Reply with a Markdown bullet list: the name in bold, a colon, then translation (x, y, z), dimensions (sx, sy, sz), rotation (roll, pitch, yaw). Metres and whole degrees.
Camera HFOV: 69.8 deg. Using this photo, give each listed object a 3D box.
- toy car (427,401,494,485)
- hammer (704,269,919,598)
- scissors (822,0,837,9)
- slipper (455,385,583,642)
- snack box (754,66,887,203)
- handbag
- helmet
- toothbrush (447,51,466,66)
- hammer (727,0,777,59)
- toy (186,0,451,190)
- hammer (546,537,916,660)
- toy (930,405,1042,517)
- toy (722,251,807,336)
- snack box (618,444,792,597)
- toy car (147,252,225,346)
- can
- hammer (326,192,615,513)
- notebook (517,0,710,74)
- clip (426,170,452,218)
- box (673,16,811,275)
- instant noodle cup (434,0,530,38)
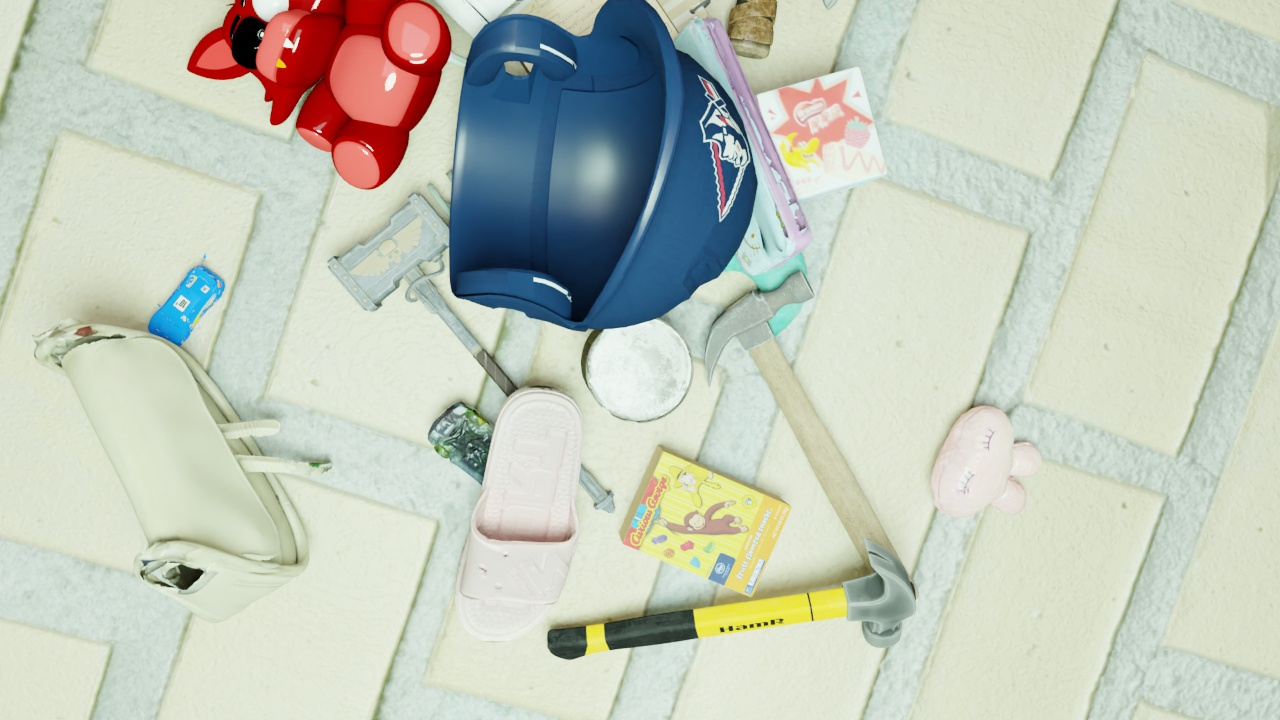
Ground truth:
- **toy car**: translation (-0.136, 0.080, 0.801), dimensions (0.048, 0.033, 0.105), rotation (-46, 110, 0)
- **hammer**: translation (0.167, 0.085, 0.833), dimensions (0.119, 0.030, 0.331), rotation (-27, 103, 16)
- **scissors**: translation (0.173, -0.391, 0.813), dimensions (0.136, 0.019, 0.138), rotation (-42, 98, 0)
- **slipper**: translation (-0.098, 0.141, 0.775), dimensions (0.094, 0.064, 0.239), rotation (10, 105, -12)
- **snack box**: translation (0.145, -0.188, 0.791), dimensions (0.093, 0.079, 0.095), rotation (-16, 95, -6)
- **handbag**: translation (-0.342, 0.075, 0.714), dimensions (0.132, 0.184, 0.229), rotation (-32, 80, -6)
- **helmet**: translation (-0.017, -0.138, 0.683), dimensions (0.223, 0.273, 0.232), rotation (4, 79, -17)
- **toothbrush**: translation (-0.201, -0.276, 0.780), dimensions (0.154, 0.015, 0.022), rotation (20, 57, -8)
- **hammer**: translation (0.123, -0.424, 0.794), dimensions (0.121, 0.049, 0.319), rotation (10, 94, -9)
- **toy**: translation (-0.254, -0.248, 0.728), dimensions (0.197, 0.120, 0.159), rotation (31, 115, -3)
- **hammer**: translation (0.078, 0.224, 0.802), dimensions (0.324, 0.170, 0.034), rotation (-10, 51, 4)
- **toy**: translation (0.321, 0.099, 0.846), dimensions (0.105, 0.053, 0.108), rotation (20, 90, -22)
- **toy**: translation (0.104, -0.077, 0.820), dimensions (0.105, 0.033, 0.085), rotation (38, 100, -8)
- **snack box**: translation (0.057, 0.143, 0.822), dimensions (0.126, 0.040, 0.088), rotation (24, 91, -7)
- **toy car**: translation (-0.375, -0.051, 0.752), dimensions (0.033, 0.062, 0.092), rotation (38, 89, -7)
- **can**: translation (-0.005, 0.004, 0.790), dimensions (0.090, 0.074, 0.090), rotation (-1, 95, -7)
- **hammer**: translation (-0.125, 0.012, 0.797), dimensions (0.098, 0.044, 0.322), rotation (-39, 99, -3)
- **notebook**: translation (-0.063, -0.346, 0.787), dimensions (0.167, 0.024, 0.225), rotation (-35, 97, -2)
- **clip**: translation (-0.153, -0.126, 0.792), dimensions (0.044, 0.023, 0.076), rotation (-34, 98, -5)
- **box**: translation (0.076, -0.177, 0.767), dimensions (0.033, 0.076, 0.214), rotation (-19, 83, -25)
- **instant noodle cup**: translation (-0.136, -0.328, 0.718), dimensions (0.123, 0.123, 0.122), rotation (-41, 105, -3)
